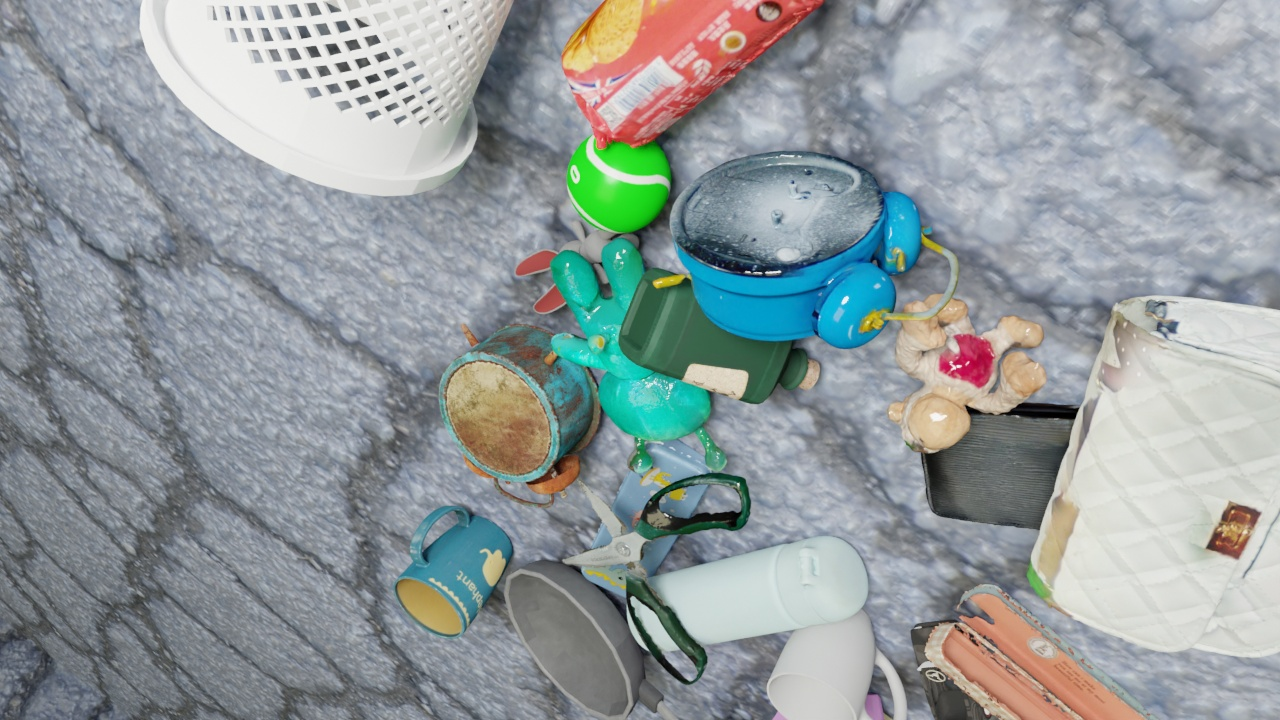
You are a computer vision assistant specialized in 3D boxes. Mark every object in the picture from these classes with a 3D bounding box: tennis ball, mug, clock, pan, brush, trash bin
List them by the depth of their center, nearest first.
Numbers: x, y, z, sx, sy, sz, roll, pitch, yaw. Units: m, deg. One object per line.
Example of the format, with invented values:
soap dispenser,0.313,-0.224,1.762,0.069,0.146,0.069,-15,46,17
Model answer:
trash bin,-0.138,-0.230,0.492,0.195,0.194,0.200,41,127,-2
clock,0.093,-0.060,0.510,0.162,0.116,0.060,16,139,26
tennis ball,-0.013,-0.112,0.574,0.065,0.065,0.065,18,132,21
mug,0.165,0.247,0.726,0.107,0.089,0.071,31,136,8
clock,-0.095,0.049,0.750,0.121,0.073,0.158,13,119,25
brush,0.131,0.355,0.837,0.043,0.089,0.229,48,136,-15
pan,0.005,0.312,0.865,0.357,0.041,0.179,32,138,29
mug,-0.185,0.198,0.909,0.085,0.104,0.112,0,121,33

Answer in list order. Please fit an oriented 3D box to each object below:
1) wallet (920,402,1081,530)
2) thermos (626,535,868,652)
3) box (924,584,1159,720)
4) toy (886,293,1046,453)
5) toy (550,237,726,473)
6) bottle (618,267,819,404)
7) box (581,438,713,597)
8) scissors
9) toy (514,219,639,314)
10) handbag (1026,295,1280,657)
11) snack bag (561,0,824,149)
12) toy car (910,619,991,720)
wallet,0.233,0.066,0.582,0.115,0.026,0.089,1,122,33
thermos,0.083,0.192,0.746,0.207,0.065,0.078,-24,138,38
box,0.299,0.242,0.666,0.187,0.085,0.048,38,169,-1
toy,0.176,0.012,0.539,0.085,0.074,0.106,23,129,5
toy,-0.004,0.004,0.650,0.131,0.072,0.193,-7,125,26
bottle,0.058,-0.009,0.594,0.131,0.061,0.061,19,98,-23
box,0.001,0.143,0.791,0.066,0.037,0.210,30,136,6
scissors,0.027,0.168,0.715,0.202,0.015,0.202,-22,103,38
toy,-0.045,-0.071,0.653,0.112,0.030,0.049,-25,94,44
handbag,0.299,0.067,0.490,0.139,0.072,0.195,12,123,19
snack bag,0.028,-0.180,0.488,0.177,0.082,0.082,-29,105,44
toy car,0.235,0.246,0.698,0.040,0.037,0.092,-25,76,45
